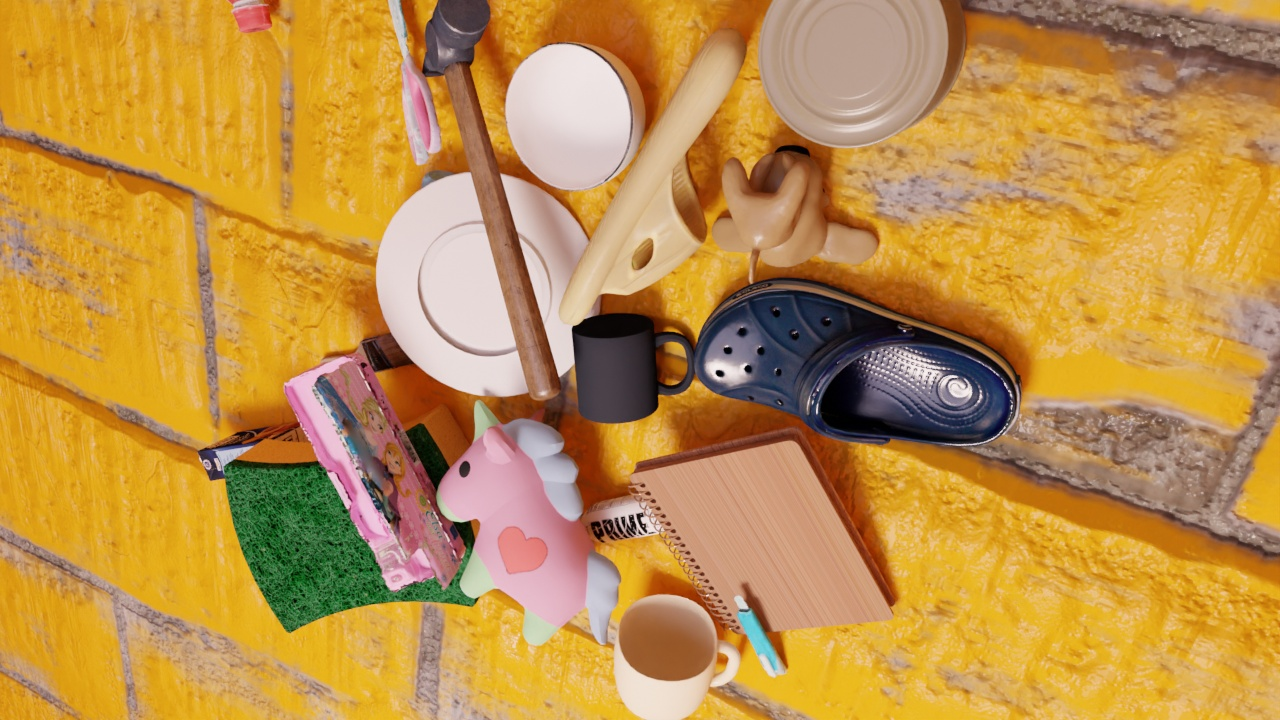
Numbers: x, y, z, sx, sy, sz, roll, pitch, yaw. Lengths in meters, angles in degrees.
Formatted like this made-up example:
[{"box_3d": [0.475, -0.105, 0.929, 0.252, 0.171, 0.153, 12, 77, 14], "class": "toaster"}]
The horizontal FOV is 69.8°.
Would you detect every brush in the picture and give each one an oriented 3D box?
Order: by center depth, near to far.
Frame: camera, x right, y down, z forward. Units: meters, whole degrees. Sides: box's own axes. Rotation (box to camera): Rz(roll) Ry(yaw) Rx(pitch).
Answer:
[{"box_3d": [-0.286, 0.166, 0.956, 0.250, 0.075, 0.195, -11, 104, 13], "class": "brush"}, {"box_3d": [-0.282, -0.005, 0.962, 0.152, 0.012, 0.039, -12, 104, 31], "class": "brush"}]

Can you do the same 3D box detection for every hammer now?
[{"box_3d": [-0.119, -0.123, 0.750, 0.129, 0.040, 0.321, -14, 91, 67], "class": "hammer"}]

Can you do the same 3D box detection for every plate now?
[{"box_3d": [-0.140, -0.064, 0.826, 0.209, 0.015, 0.209, 2, 108, 7], "class": "plate"}]

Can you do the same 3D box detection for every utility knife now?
[{"box_3d": [0.109, 0.253, 0.842, 0.022, 0.015, 0.124, 1, 134, 30], "class": "utility knife"}]

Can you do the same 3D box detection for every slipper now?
[{"box_3d": [0.158, 0.007, 0.700, 0.253, 0.095, 0.105, 12, 117, 18], "class": "slipper"}, {"box_3d": [0.023, -0.128, 0.716, 0.079, 0.111, 0.262, 27, 118, -10], "class": "slipper"}]

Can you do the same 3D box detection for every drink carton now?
[{"box_3d": [-0.437, 0.103, 1.053, 0.130, 0.064, 0.040, -10, 103, 28], "class": "drink carton"}]

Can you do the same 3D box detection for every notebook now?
[{"box_3d": [0.102, 0.157, 0.794, 0.169, 0.022, 0.210, -16, 119, 31], "class": "notebook"}]

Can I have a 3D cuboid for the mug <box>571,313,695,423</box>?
[{"box_3d": [-0.005, 0.005, 0.800, 0.105, 0.071, 0.077, -4, 110, 0], "class": "mug"}]

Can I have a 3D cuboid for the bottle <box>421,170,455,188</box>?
[{"box_3d": [-0.193, -0.111, 0.858, 0.040, 0.040, 0.130, 27, 120, 15], "class": "bottle"}]

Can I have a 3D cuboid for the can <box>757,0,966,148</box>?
[{"box_3d": [0.150, -0.212, 0.624, 0.128, 0.073, 0.128, 10, 114, 23], "class": "can"}]

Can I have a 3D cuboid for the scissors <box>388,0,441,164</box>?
[{"box_3d": [-0.209, -0.259, 0.812, 0.105, 0.016, 0.179, -23, 83, 66], "class": "scissors"}]

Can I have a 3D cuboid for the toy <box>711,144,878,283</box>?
[{"box_3d": [0.101, -0.109, 0.677, 0.134, 0.108, 0.106, 9, 97, 23], "class": "toy"}]

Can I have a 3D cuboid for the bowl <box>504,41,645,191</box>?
[{"box_3d": [-0.045, -0.197, 0.734, 0.113, 0.063, 0.113, 10, 114, 23], "class": "bowl"}]

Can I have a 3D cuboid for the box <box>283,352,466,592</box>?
[{"box_3d": [-0.254, 0.115, 0.838, 0.086, 0.105, 0.230, -22, 101, 14], "class": "box"}]

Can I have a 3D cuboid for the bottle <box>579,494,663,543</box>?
[{"box_3d": [-0.019, 0.151, 0.876, 0.116, 0.041, 0.041, -17, 102, 31], "class": "bottle"}]

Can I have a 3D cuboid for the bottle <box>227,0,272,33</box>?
[{"box_3d": [-0.369, -0.370, 0.830, 0.062, 0.061, 0.137, -5, 107, 28], "class": "bottle"}]

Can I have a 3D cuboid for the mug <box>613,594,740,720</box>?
[{"box_3d": [0.034, 0.292, 0.878, 0.120, 0.096, 0.100, 4, 131, -1], "class": "mug"}]

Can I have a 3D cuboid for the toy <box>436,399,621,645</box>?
[{"box_3d": [-0.094, 0.152, 0.843, 0.222, 0.120, 0.171, 34, 105, 12], "class": "toy"}]
